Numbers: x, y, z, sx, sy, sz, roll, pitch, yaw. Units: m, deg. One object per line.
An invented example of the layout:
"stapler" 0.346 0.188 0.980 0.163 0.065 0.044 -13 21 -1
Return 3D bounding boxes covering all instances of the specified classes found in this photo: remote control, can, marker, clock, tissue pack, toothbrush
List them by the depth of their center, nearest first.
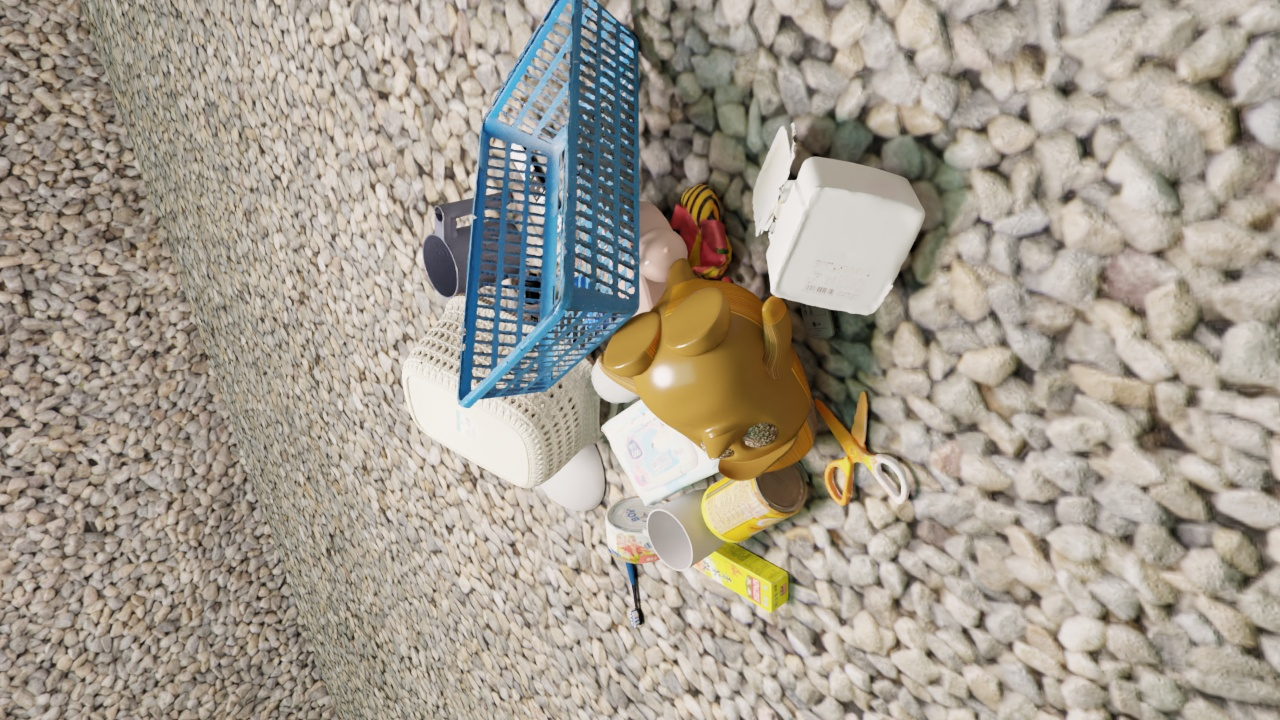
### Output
"remote control" 0.149 -0.086 0.815 0.033 0.013 0.136 -1 108 52
"clock" -0.005 -0.087 0.922 0.160 0.086 0.131 40 150 50
"can" 0.115 0.139 0.931 0.067 0.067 0.105 60 143 10
"tissue pack" 0.038 0.084 0.997 0.182 0.069 0.112 -37 78 52
"can" -0.006 0.006 1.016 0.128 0.064 0.064 -33 81 53
"can" 0.001 0.200 1.090 0.086 0.086 0.043 21 123 45
"remote control" -0.121 -0.207 1.094 0.124 0.011 0.028 61 143 9
"marker" -0.140 -0.050 1.179 0.025 0.025 0.126 26 120 42
"toothbrush" -0.013 0.280 1.211 0.014 0.014 0.168 27 129 56

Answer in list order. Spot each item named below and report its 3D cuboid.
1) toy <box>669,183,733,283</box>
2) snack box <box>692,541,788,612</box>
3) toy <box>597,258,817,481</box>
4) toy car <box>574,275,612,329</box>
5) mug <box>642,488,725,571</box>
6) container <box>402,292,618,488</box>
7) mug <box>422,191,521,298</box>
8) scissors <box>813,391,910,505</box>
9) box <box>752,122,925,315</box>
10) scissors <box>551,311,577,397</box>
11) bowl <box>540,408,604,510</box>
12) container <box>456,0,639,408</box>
"toy" 0.060 -0.118 0.889 0.084 0.046 0.103 -165 64 -66
"snack box" 0.100 0.229 1.028 0.148 0.028 0.040 22 125 44
"toy" 0.079 0.028 0.827 0.199 0.162 0.203 -18 128 37
"toy car" -0.051 -0.072 1.053 0.092 0.033 0.062 56 149 15
"mug" 0.053 0.179 1.010 0.107 0.089 0.071 -12 98 53
"container" -0.167 0.040 1.114 0.246 0.142 0.185 25 140 20
"mug" -0.210 -0.149 1.159 0.084 0.103 0.124 36 133 36
"scissors" 0.202 0.086 0.839 0.128 0.011 0.125 29 128 43
"box" 0.143 -0.125 0.751 0.136 0.126 0.109 -90 13 -52
"scissors" -0.097 0.001 1.172 0.142 0.014 0.174 31 129 36
"bowl" -0.111 0.140 1.236 0.150 0.043 0.150 28 128 41
"container" -0.084 -0.150 0.894 0.258 0.089 0.361 -37 47 53
